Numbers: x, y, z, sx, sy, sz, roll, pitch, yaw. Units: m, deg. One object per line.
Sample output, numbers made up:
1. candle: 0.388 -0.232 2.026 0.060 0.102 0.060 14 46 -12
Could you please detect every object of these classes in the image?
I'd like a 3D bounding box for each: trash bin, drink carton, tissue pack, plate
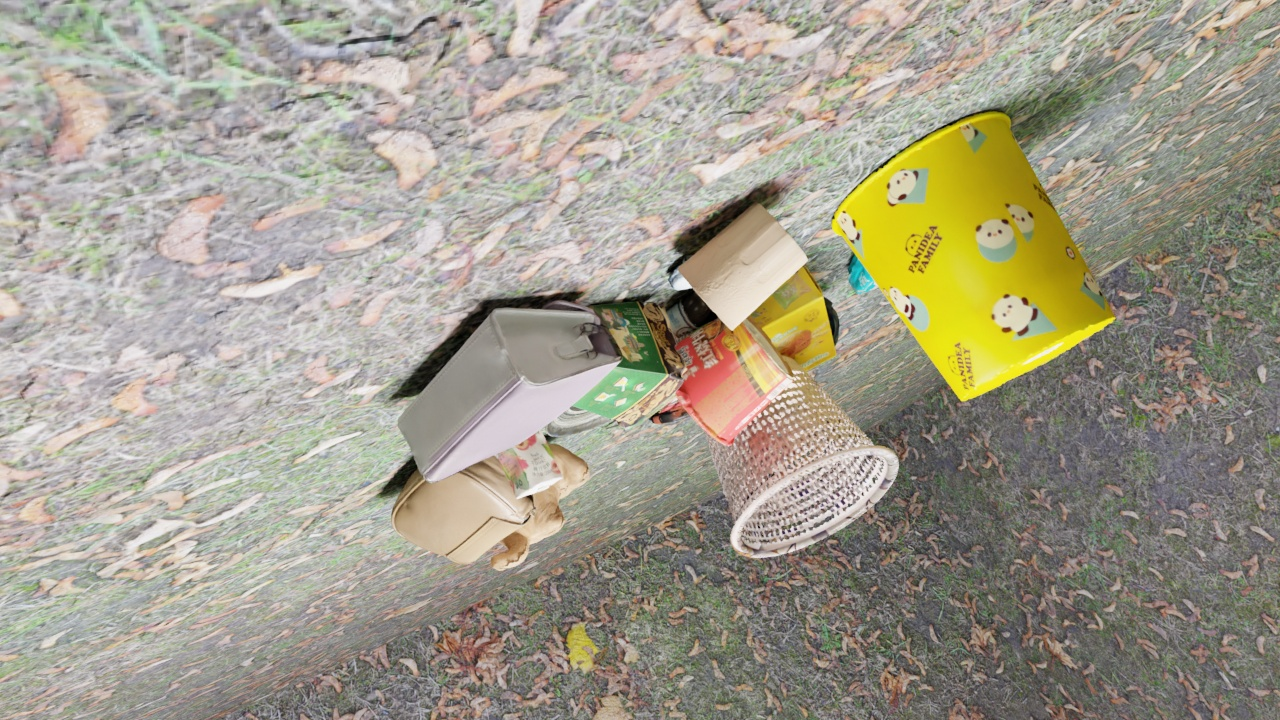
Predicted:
1. trash bin: 0.380 -0.108 1.044 0.229 0.255 0.230 -25 165 -7
2. drink carton: -0.145 0.098 1.089 0.053 0.122 0.046 -15 163 -44
3. tissue pack: 0.353 -0.147 1.260 0.133 0.050 0.093 -26 164 -7
4. trash bin: 0.179 0.109 1.163 0.227 0.192 0.228 -18 145 -13
5. plate: -0.045 0.040 1.166 0.179 0.024 0.180 -27 162 -10

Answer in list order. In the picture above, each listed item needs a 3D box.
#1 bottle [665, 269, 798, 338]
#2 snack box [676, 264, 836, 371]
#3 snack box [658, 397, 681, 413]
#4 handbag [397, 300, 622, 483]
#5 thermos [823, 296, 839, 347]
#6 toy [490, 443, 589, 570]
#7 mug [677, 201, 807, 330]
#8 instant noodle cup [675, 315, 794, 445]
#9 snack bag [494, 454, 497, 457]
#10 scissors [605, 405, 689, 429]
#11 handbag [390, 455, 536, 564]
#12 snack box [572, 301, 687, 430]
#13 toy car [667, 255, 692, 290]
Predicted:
1. bottle: 0.088 -0.073 1.070 0.195 0.044 0.079 -32 166 19
2. snack box: 0.145 -0.020 1.208 0.210 0.070 0.158 -28 146 2
3. snack box: 0.088 0.018 1.366 0.113 0.044 0.127 -17 161 -35
4. handbag: -0.133 0.027 0.919 0.144 0.098 0.198 -7 154 -48
5. thermos: 0.224 -0.035 1.357 0.092 0.093 0.144 -18 171 -30
6. toy: -0.168 0.213 1.323 0.144 0.082 0.225 -2 -138 33
7. mug: 0.109 -0.091 0.935 0.103 0.084 0.124 -42 159 8
8. instant noodle cup: 0.104 0.013 1.058 0.109 0.138 0.137 -39 163 14
9. snack bag: -0.212 0.136 1.282 0.105 0.026 0.045 -22 173 -16
10. scissors: 0.038 0.085 1.444 0.227 0.015 0.188 -17 -179 14
11. handbag: -0.232 0.183 1.202 0.205 0.147 0.099 -39 -162 42
12. snack box: -0.033 -0.001 1.001 0.105 0.118 0.118 8 143 -45
13. toy car: 0.072 -0.096 0.987 0.090 0.034 0.043 -16 164 -31
